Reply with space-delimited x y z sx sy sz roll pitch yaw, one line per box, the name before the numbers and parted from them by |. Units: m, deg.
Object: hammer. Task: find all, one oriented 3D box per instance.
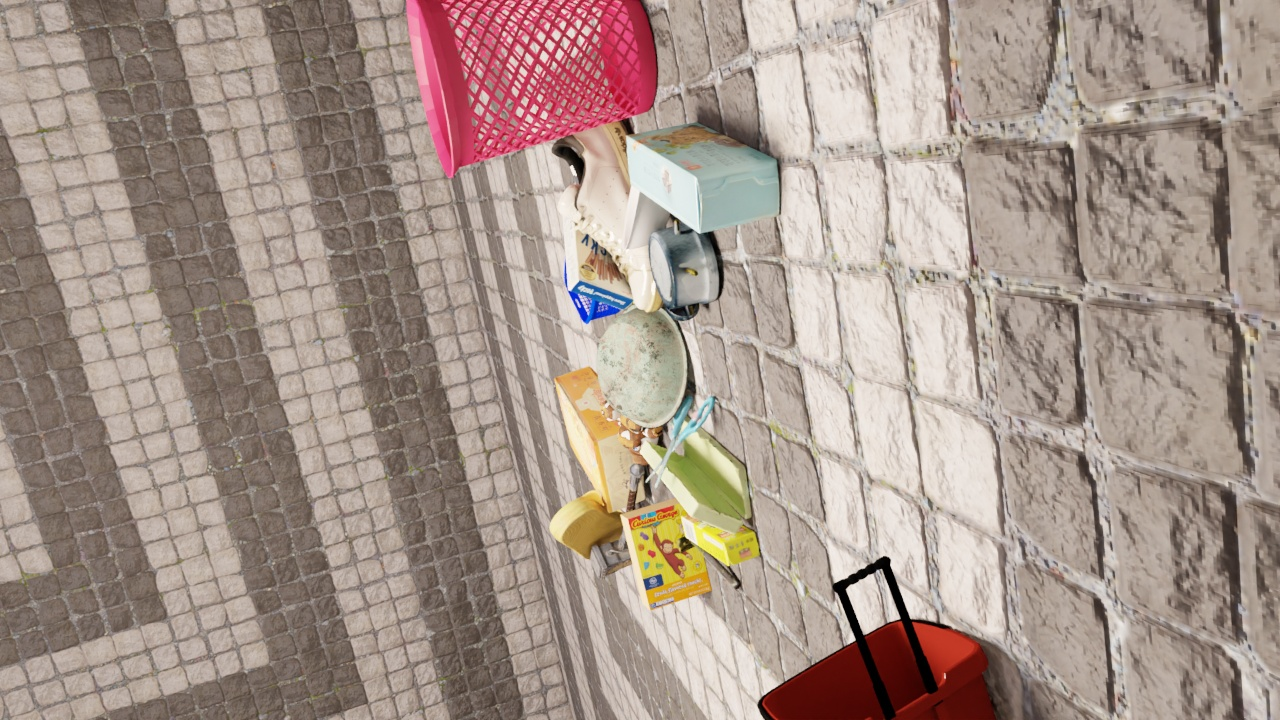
hammer | -0.017 0.234 1.367 0.323 0.098 0.044 98 148 -55

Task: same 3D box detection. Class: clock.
clock | 0.042 -0.093 0.956 0.130 0.052 0.090 109 144 -71

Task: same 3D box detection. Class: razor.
razor | 0.090 0.249 1.142 0.106 0.042 0.026 40 141 49

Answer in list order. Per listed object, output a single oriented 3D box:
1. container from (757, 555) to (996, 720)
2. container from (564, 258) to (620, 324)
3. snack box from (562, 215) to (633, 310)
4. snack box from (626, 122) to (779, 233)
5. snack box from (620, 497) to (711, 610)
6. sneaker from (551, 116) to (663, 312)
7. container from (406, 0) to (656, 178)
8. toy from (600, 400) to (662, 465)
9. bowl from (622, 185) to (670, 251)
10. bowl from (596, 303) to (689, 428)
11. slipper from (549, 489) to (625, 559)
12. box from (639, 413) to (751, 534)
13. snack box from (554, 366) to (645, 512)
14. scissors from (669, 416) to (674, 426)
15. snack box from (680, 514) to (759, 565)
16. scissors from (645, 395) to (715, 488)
container | 0.163 0.230 0.642 0.201 0.148 0.127 66 164 -2
container | -0.056 -0.114 1.215 0.114 0.058 0.096 105 143 -54
snack box | -0.053 -0.138 1.129 0.026 0.082 0.149 -40 45 39
snack box | 0.050 -0.165 0.811 0.174 0.075 0.053 -131 29 -59
snack box | 0.034 0.258 1.232 0.040 0.088 0.126 179 77 -75
sneaker | -0.040 -0.168 1.076 0.089 0.102 0.241 139 115 -74
container | -0.110 -0.305 0.963 0.183 0.225 0.183 165 90 -75
toy | -0.006 0.098 1.266 0.087 0.067 0.113 23 135 35
bowl | 0.012 -0.168 0.983 0.110 0.040 0.110 -172 92 -83
bowl | -0.007 0.007 1.121 0.158 0.038 0.157 7 98 51
slipper | -0.087 0.258 1.475 0.078 0.099 0.263 45 178 24
box | 0.068 0.135 1.075 0.077 0.089 0.188 48 176 -25
snack box | -0.058 0.117 1.439 0.195 0.080 0.145 -128 23 -53
scissors | 0.010 0.024 1.213 0.171 0.023 0.169 47 166 46
snack box | 0.091 0.204 1.073 0.148 0.040 0.029 -172 67 -74
scissors | 0.043 0.083 1.068 0.015 0.136 0.125 36 -161 -14
